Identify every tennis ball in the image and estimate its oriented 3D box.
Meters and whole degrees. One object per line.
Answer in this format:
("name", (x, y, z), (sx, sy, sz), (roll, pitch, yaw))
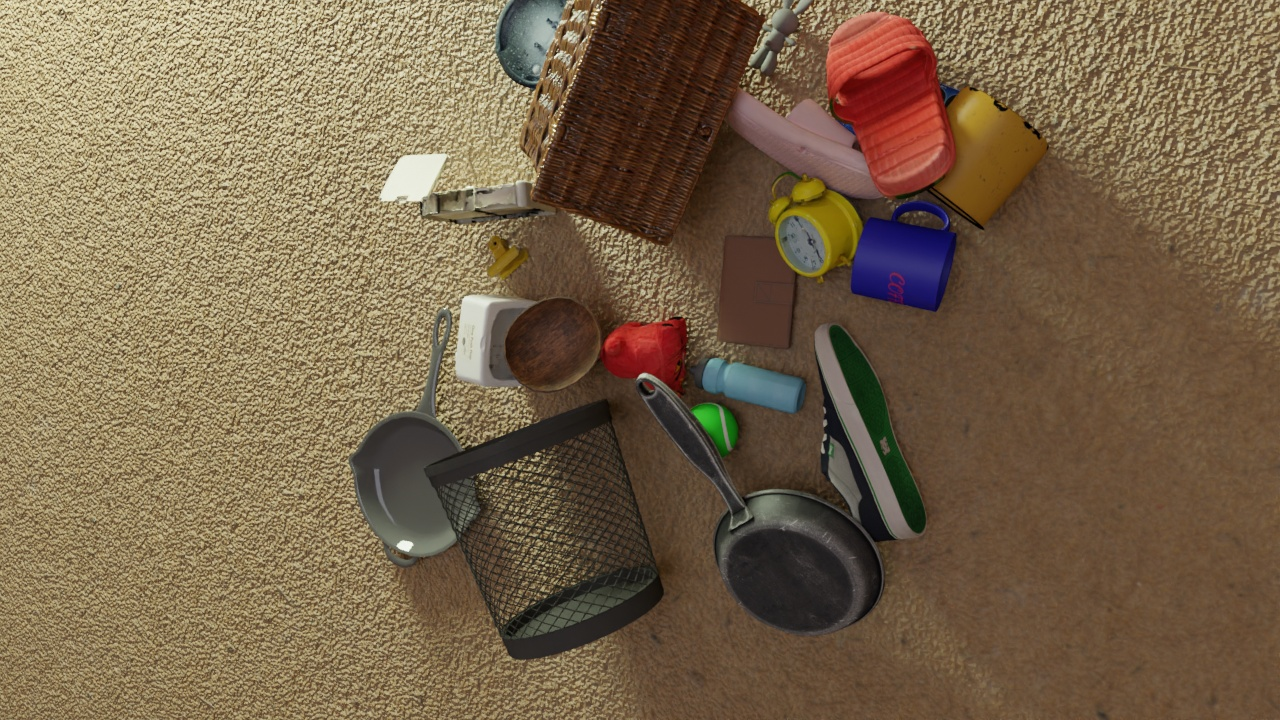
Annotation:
("tennis ball", (0.076, 0.079, 1.023), (0.065, 0.065, 0.065), (2, 95, 24))

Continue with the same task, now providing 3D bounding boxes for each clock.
("clock", (-0.093, -0.360, 1.065), (0.161, 0.060, 0.117), (43, 109, 13))
("clock", (0.177, -0.141, 0.945), (0.118, 0.057, 0.083), (59, 151, 1))

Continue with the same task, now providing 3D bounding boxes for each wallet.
("wallet", (0.129, -0.076, 1.014), (0.087, 0.013, 0.121), (7, 96, 26))

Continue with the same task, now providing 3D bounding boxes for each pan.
("pan", (-0.284, 0.103, 1.208), (0.217, 0.024, 0.355), (17, 102, 22))
("pan", (0.110, 0.158, 0.979), (0.357, 0.055, 0.188), (48, 126, -5))

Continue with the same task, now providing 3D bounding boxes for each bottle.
("bottle", (0.115, 0.025, 1.015), (0.130, 0.040, 0.040), (14, 100, 22))

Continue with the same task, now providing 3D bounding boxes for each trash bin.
("trash bin", (-0.101, 0.188, 1.037), (0.218, 0.217, 0.227), (-21, 90, 24))

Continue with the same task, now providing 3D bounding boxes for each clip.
("clip", (-0.172, -0.131, 1.136), (0.054, 0.044, 0.049), (-37, 104, 24))

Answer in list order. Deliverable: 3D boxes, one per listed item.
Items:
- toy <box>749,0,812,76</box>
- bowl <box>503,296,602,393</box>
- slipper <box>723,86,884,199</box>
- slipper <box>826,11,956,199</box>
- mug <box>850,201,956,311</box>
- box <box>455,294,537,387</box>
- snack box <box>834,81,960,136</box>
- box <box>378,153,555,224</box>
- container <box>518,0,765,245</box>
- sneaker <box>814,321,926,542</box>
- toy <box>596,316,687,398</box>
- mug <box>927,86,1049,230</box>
("toy", (0.153, -0.358, 0.970), (0.049, 0.030, 0.112), (42, 115, 31))
("bowl", (-0.097, -0.017, 1.037), (0.114, 0.026, 0.102), (-32, 83, 5))
("slipper", (0.165, -0.229, 0.943), (0.221, 0.106, 0.055), (35, 90, 23))
("slipper", (0.225, -0.256, 0.852), (0.104, 0.059, 0.248), (-27, 48, 24))
("mug", (0.268, -0.110, 0.921), (0.084, 0.079, 0.111), (15, 72, 22))
("box", (-0.130, -0.016, 1.082), (0.137, 0.120, 0.109), (17, 103, 44))
("snack box", (0.277, -0.242, 0.926), (0.150, 0.027, 0.082), (28, 105, 20))
("box", (-0.196, -0.204, 1.053), (0.144, 0.186, 0.070), (-3, 92, 17))
("container", (-0.020, -0.280, 0.958), (0.250, 0.162, 0.183), (-66, 27, 15))
("sneaker", (0.216, 0.078, 0.956), (0.079, 0.084, 0.235), (-22, 86, 37))
("toy", (-0.006, 0.006, 1.050), (0.133, 0.087, 0.094), (-5, 104, 27))
("mug", (0.304, -0.196, 0.857), (0.094, 0.100, 0.123), (-53, 43, 16))
